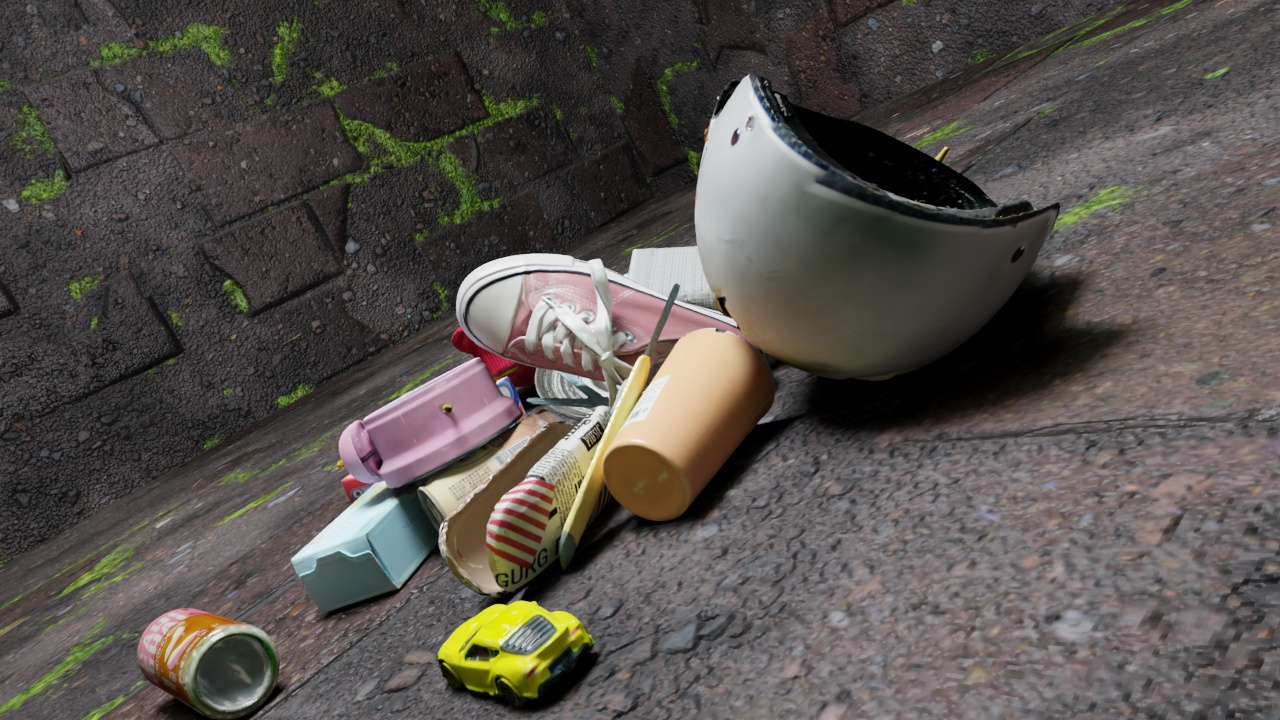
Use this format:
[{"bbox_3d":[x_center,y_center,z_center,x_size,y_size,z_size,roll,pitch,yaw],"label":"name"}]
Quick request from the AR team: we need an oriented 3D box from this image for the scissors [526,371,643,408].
[{"bbox_3d":[-0.018,0.034,0.714,0.130,0.017,0.133,-17,38,-38],"label":"scissors"}]

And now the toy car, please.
[{"bbox_3d":[-0.068,0.141,0.458,0.048,0.032,0.105,-36,14,-37],"label":"toy car"}]

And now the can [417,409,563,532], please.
[{"bbox_3d":[-0.104,0.088,0.692,0.116,0.058,0.059,-33,13,-25],"label":"can"}]

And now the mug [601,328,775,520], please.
[{"bbox_3d":[0.028,0.041,0.582,0.078,0.078,0.122,-17,19,37],"label":"mug"}]

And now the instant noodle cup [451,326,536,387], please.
[{"bbox_3d":[-0.115,-0.020,1.047,0.194,0.065,0.194,-17,-13,-4],"label":"instant noodle cup"}]

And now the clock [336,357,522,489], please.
[{"bbox_3d":[-0.170,0.052,0.720,0.159,0.060,0.117,-25,8,33],"label":"clock"}]

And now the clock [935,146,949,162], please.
[{"bbox_3d":[0.187,-0.103,0.759,0.161,0.116,0.056,-23,22,5],"label":"clock"}]

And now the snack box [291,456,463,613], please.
[{"bbox_3d":[-0.195,0.127,0.737,0.074,0.051,0.174,-21,13,20],"label":"snack box"}]

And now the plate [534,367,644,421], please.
[{"bbox_3d":[-0.005,0.005,0.816,0.179,0.024,0.179,-11,33,7],"label":"plate"}]

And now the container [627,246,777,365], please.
[{"bbox_3d":[0.053,-0.042,0.759,0.114,0.090,0.090,-5,35,10],"label":"container"}]

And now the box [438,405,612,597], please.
[{"bbox_3d":[-0.051,0.084,0.585,0.083,0.075,0.163,-35,4,34],"label":"box"}]

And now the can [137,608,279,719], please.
[{"bbox_3d":[-0.295,0.201,0.619,0.057,0.058,0.148,-36,15,-37],"label":"can"}]

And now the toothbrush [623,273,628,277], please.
[{"bbox_3d":[0.010,-0.083,1.023,0.224,0.027,0.027,-2,-48,-34],"label":"toothbrush"}]

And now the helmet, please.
[{"bbox_3d":[0.132,-0.075,0.603,0.273,0.230,0.157,-61,-5,-72],"label":"helmet"}]

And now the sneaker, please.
[{"bbox_3d":[-0.024,-0.016,0.675,0.241,0.118,0.087,15,18,1],"label":"sneaker"}]

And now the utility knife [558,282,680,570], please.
[{"bbox_3d":[-0.008,0.032,0.593,0.022,0.031,0.220,20,61,15],"label":"utility knife"}]

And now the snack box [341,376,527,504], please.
[{"bbox_3d":[-0.195,0.086,0.903,0.058,0.057,0.206,-14,16,35],"label":"snack box"}]
